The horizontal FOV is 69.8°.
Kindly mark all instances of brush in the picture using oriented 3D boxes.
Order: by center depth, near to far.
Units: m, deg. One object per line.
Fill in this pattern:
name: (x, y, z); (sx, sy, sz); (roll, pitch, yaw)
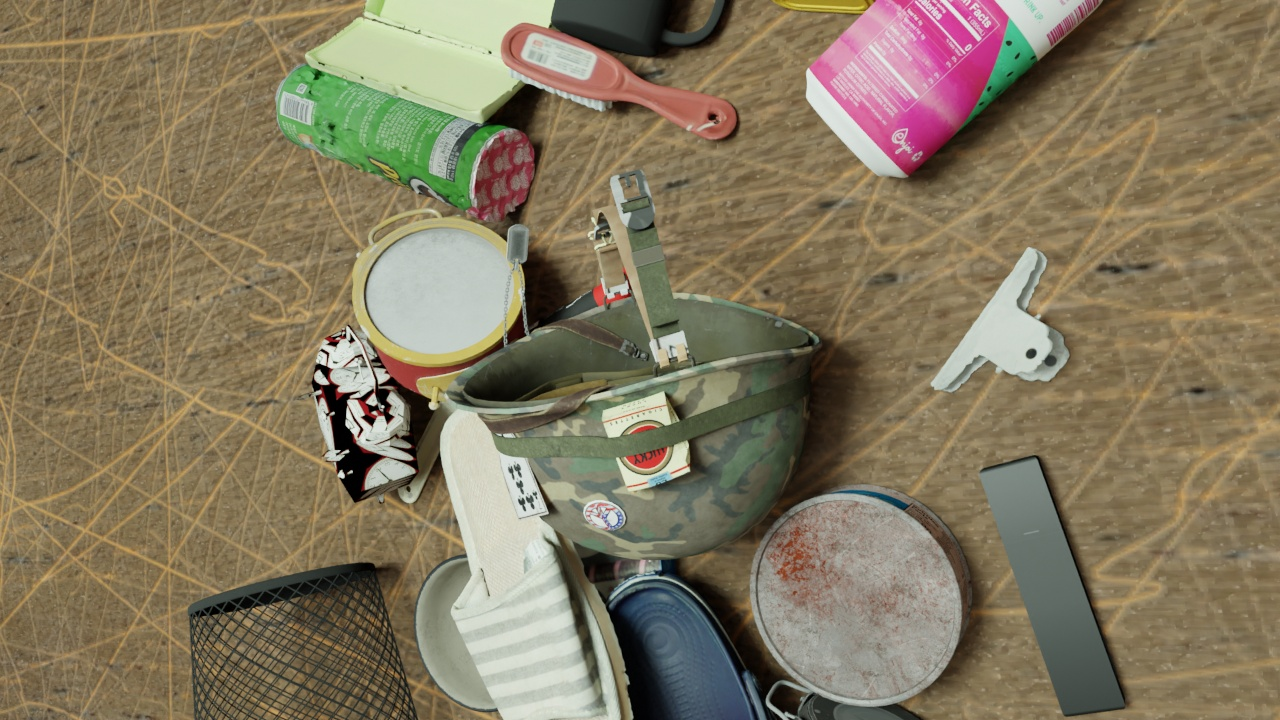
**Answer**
brush: (-0.016, -0.189, 0.642); (0.172, 0.030, 0.041); (21, 77, 3)
brush: (-0.150, 0.027, 0.745); (0.033, 0.012, 0.218); (36, 108, 22)

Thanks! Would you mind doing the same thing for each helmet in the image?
helmet: (-0.003, 0.005, 0.558); (0.224, 0.192, 0.236); (3, 105, -12)

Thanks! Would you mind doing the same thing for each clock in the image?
clock: (0.133, 0.240, 0.556); (0.123, 0.091, 0.044); (17, 99, 20)
clock: (-0.149, -0.045, 0.675); (0.117, 0.081, 0.158); (-24, 67, -14)
clock: (-0.224, 0.041, 0.714); (0.114, 0.065, 0.155); (54, 147, 30)

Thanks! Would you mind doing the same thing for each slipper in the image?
slipper: (0.046, 0.257, 0.583); (0.105, 0.095, 0.252); (-30, 83, 3)
slipper: (-0.082, 0.149, 0.612); (0.115, 0.054, 0.272); (-40, 63, 37)

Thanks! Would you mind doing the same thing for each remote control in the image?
remote control: (0.242, 0.132, 0.541); (0.034, 0.013, 0.150); (-21, 83, 26)

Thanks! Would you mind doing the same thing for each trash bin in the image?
trash bin: (-0.263, 0.281, 0.724); (0.184, 0.183, 0.210); (-22, 75, 26)

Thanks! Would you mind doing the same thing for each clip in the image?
clip: (0.224, -0.011, 0.546); (0.054, 0.040, 0.102); (45, 112, 39)

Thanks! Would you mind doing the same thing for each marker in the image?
marker: (-0.053, -0.032, 0.687); (0.145, 0.021, 0.023); (-28, 56, 25)

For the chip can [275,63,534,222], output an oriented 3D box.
chip can: (-0.192, -0.176, 0.727); (0.223, 0.075, 0.075); (24, 102, 26)

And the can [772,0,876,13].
can: (0.105, -0.278, 0.538); (0.073, 0.130, 0.101); (14, 95, 26)

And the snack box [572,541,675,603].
snack box: (-0.018, 0.174, 0.662); (0.088, 0.033, 0.154); (-4, 89, 22)

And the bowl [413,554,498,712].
bowl: (-0.109, 0.200, 0.699); (0.116, 0.059, 0.115); (1, 91, 28)

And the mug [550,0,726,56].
mug: (0.003, -0.258, 0.628); (0.113, 0.078, 0.088); (16, 99, 0)

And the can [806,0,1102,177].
can: (0.179, -0.187, 0.524); (0.166, 0.088, 0.088); (-43, 73, 22)

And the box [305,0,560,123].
box: (-0.156, -0.254, 0.717); (0.188, 0.048, 0.140); (22, 73, 24)

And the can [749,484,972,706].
can: (0.138, 0.146, 0.578); (0.130, 0.044, 0.130); (1, 91, 28)
